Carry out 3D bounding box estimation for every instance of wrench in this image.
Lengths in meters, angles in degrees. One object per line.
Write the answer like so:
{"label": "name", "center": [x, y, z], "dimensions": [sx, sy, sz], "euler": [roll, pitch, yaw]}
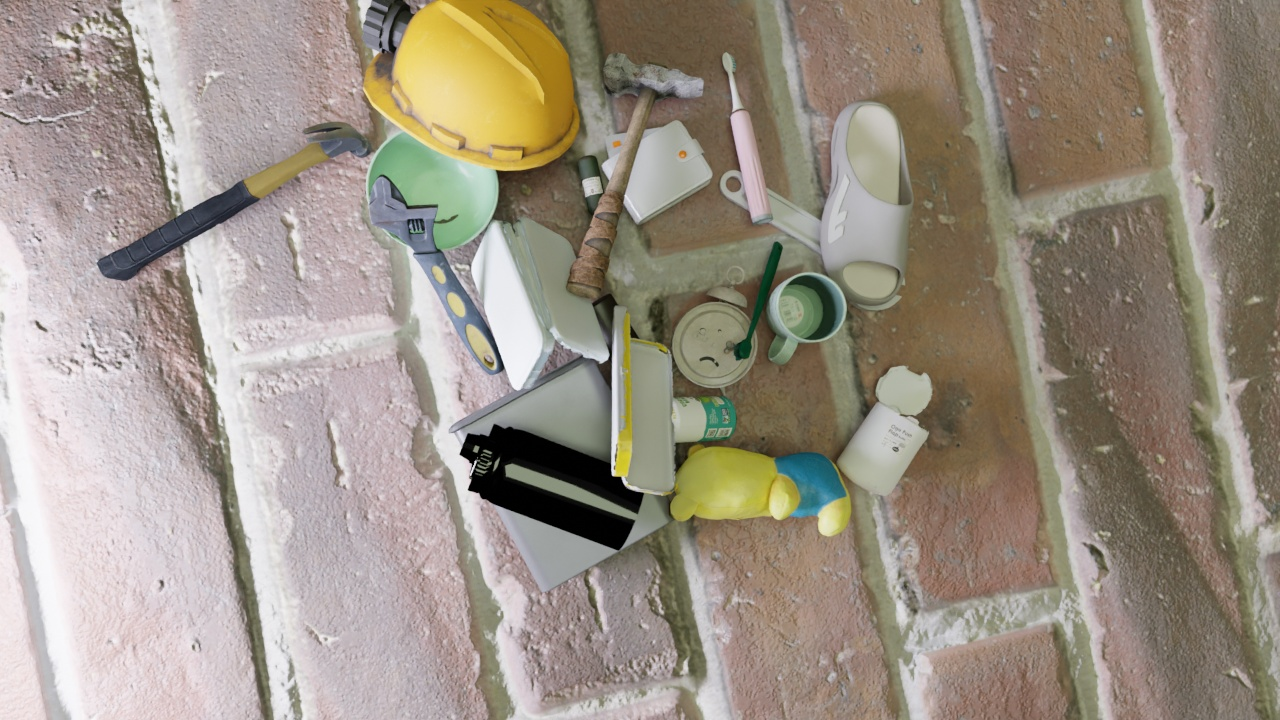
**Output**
{"label": "wrench", "center": [-0.229, -0.093, 1.061], "dimensions": [0.073, 0.022, 0.273], "euler": [-24, 119, 3]}
{"label": "wrench", "center": [0.215, -0.152, 1.166], "dimensions": [0.273, 0.018, 0.086], "euler": [29, 87, -3]}

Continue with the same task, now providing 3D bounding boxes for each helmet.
{"label": "helmet", "center": [-0.181, -0.341, 1.035], "dimensions": [0.255, 0.132, 0.204], "euler": [23, 54, -1]}

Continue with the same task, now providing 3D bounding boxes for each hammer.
{"label": "hammer", "center": [-0.021, -0.219, 1.084], "dimensions": [0.121, 0.049, 0.318], "euler": [15, 73, 6]}
{"label": "hammer", "center": [-0.474, -0.184, 1.062], "dimensions": [0.333, 0.118, 0.025], "euler": [-29, 90, 0]}

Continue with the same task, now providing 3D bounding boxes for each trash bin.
{"label": "trash bin", "center": [-0.090, 0.129, 1.093], "dimensions": [0.191, 0.097, 0.220], "euler": [-29, 93, -5]}

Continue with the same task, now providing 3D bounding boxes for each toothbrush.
{"label": "toothbrush", "center": [0.144, -0.074, 1.113], "dimensions": [0.016, 0.017, 0.189], "euler": [41, 51, -25]}
{"label": "toothbrush", "center": [0.131, -0.279, 1.148], "dimensions": [0.027, 0.026, 0.222], "euler": [-15, 83, 36]}

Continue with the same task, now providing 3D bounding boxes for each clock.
{"label": "clock", "center": [0.094, -0.041, 1.131], "dimensions": [0.103, 0.061, 0.157], "euler": [18, 95, -8]}

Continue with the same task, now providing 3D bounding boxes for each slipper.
{"label": "slipper", "center": [0.289, -0.205, 1.129], "dimensions": [0.113, 0.081, 0.265], "euler": [7, 80, -9]}

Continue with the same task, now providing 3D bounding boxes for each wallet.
{"label": "wallet", "center": [0.016, -0.247, 1.139], "dimensions": [0.118, 0.037, 0.115], "euler": [-31, 87, -4]}

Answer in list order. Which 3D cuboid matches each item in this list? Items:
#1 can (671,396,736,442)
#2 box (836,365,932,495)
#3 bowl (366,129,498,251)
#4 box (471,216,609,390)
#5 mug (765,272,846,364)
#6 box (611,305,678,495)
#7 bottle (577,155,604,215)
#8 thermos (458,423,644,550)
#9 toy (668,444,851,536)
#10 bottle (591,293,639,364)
{"label": "can", "center": [0.064, 0.071, 1.112], "dimensions": [0.101, 0.055, 0.055], "euler": [0, 89, -31]}
{"label": "box", "center": [0.313, 0.083, 1.142], "dimensions": [0.083, 0.092, 0.166], "euler": [33, 95, 0]}
{"label": "bowl", "center": [-0.243, -0.199, 1.092], "dimensions": [0.151, 0.077, 0.151], "euler": [0, 89, -5]}
{"label": "box", "center": [-0.104, -0.069, 1.072], "dimensions": [0.127, 0.106, 0.215], "euler": [-2, 52, -31]}
{"label": "mug", "center": [0.188, -0.047, 1.117], "dimensions": [0.084, 0.104, 0.111], "euler": [26, 86, -5]}
{"label": "box", "center": [-0.005, 0.044, 1.020], "dimensions": [0.057, 0.209, 0.117], "euler": [-23, 136, 24]}
{"label": "bottle", "center": [-0.055, -0.200, 1.136], "dimensions": [0.025, 0.025, 0.106], "euler": [-13, 90, -6]}
{"label": "thermos", "center": [-0.102, 0.132, 1.000], "dimensions": [0.198, 0.086, 0.086], "euler": [22, 87, -7]}
{"label": "toy", "center": [0.141, 0.146, 1.089], "dimensions": [0.214, 0.149, 0.084], "euler": [7, 100, -2]}
{"label": "bottle", "center": [-0.007, 0.007, 1.129], "dimensions": [0.045, 0.045, 0.184], "euler": [-33, 99, -5]}
